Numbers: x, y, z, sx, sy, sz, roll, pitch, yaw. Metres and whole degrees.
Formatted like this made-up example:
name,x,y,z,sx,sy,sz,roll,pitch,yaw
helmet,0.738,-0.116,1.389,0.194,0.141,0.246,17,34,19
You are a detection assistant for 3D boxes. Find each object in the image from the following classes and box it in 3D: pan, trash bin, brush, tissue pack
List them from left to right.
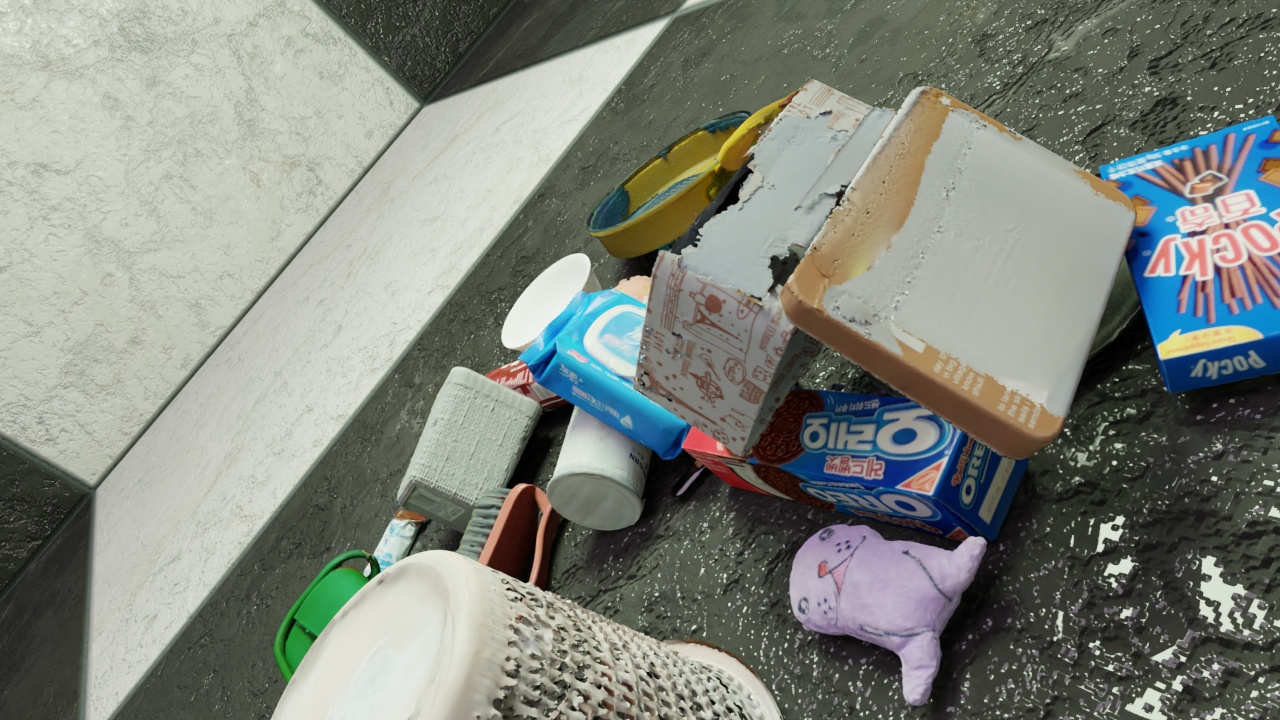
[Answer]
name,x,y,z,sx,sy,sz,roll,pitch,yaw
trash bin,-0.067,0.204,0.454,0.228,0.192,0.227,-34,31,23
brush,-0.104,0.159,0.709,0.069,0.063,0.145,4,48,18
tissue pack,-0.004,0.004,0.671,0.094,0.157,0.052,-48,-21,-39
pan,0.061,-0.182,0.839,0.197,0.078,0.358,-44,22,-16

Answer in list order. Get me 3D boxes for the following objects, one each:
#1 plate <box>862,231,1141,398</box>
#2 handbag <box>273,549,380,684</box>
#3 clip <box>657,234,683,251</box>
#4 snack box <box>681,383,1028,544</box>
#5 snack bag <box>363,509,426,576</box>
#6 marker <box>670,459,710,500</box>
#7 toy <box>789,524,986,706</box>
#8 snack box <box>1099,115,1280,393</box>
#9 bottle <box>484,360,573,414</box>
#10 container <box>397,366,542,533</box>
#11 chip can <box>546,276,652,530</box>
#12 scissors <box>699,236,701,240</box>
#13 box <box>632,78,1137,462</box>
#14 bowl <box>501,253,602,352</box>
name,x,y,z,sx,sy,sz,roll,pitch,yaw
plate,0.207,-0.047,0.548,0.180,0.024,0.179,-29,30,18
handbag,-0.250,0.234,0.790,0.120,0.068,0.131,-57,30,-11
clip,0.039,-0.117,0.873,0.057,0.015,0.049,-20,31,40
snack box,0.114,0.053,0.538,0.208,0.057,0.058,4,60,55
snack bag,-0.244,0.190,0.892,0.048,0.026,0.104,0,53,36
marker,0.065,0.053,0.651,0.124,0.015,0.018,-48,26,4
toy,0.118,0.119,0.467,0.108,0.039,0.083,6,67,55
snack box,0.288,-0.057,0.453,0.085,0.026,0.156,-15,40,27
bottle,-0.105,0.026,0.874,0.175,0.057,0.057,-19,39,41
container,-0.156,0.085,0.822,0.090,0.090,0.114,-46,21,56
chip can,-0.014,0.027,0.734,0.071,0.071,0.214,-25,34,35
scissors,0.054,-0.071,0.825,0.160,0.014,0.170,-27,35,33
box,0.129,-0.033,0.489,0.182,0.193,0.157,-51,-15,-30
bowl,-0.073,-0.041,0.907,0.118,0.064,0.118,-35,30,24
